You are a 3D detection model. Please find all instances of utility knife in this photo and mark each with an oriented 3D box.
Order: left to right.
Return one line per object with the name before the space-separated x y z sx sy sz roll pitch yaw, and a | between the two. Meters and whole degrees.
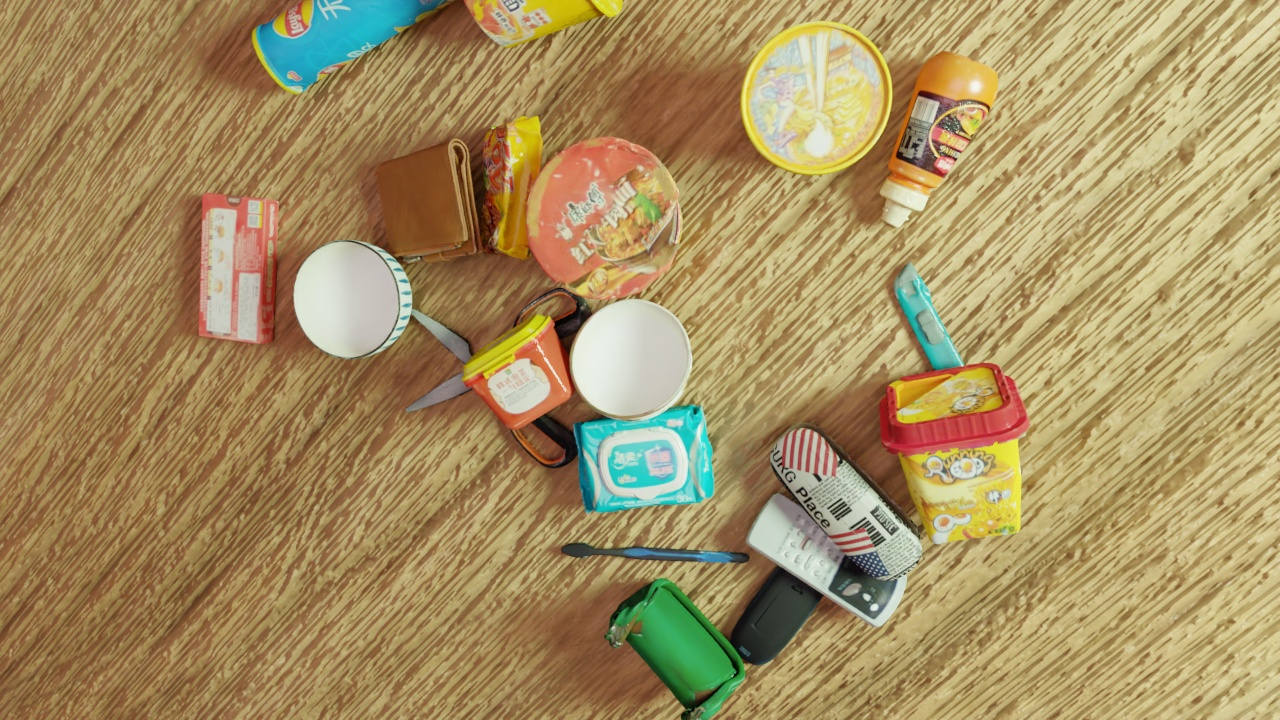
utility knife | 0.272 -0.010 0.827 0.029 0.013 0.166 -28 91 19

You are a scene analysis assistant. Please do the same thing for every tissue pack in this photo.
tissue pack | 0.003 0.095 0.883 0.134 0.050 0.093 -9 96 14

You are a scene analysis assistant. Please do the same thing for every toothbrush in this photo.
toothbrush | 0.014 0.192 0.914 0.190 0.016 0.014 0 88 10

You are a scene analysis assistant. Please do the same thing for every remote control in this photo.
remote control | 0.135 0.239 0.884 0.053 0.024 0.136 34 103 8
remote control | 0.174 0.187 0.859 0.150 0.021 0.058 32 76 8

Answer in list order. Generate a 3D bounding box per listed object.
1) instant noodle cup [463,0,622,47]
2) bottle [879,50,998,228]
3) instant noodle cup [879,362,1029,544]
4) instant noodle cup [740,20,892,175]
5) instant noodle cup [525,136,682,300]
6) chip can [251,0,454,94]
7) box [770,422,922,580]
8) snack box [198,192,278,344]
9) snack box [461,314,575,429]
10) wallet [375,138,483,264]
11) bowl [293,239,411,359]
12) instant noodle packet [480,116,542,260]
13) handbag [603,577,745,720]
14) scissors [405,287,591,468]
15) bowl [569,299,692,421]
instant noodle cup | -0.095 -0.351 0.813 0.110 0.137 0.138 -17 93 22
bottle | 0.248 -0.185 0.790 0.067 0.066 0.150 25 109 9
instant noodle cup | 0.274 0.082 0.789 0.116 0.115 0.124 -12 110 18
instant noodle cup | 0.149 -0.213 0.778 0.118 0.114 0.118 1 97 12
instant noodle cup | -0.025 -0.126 0.831 0.138 0.108 0.138 1 97 10
chip can | -0.265 -0.336 0.880 0.210 0.071 0.071 -24 91 14
box | 0.182 0.129 0.825 0.075 0.082 0.163 -42 85 4
snack box | -0.425 -0.097 0.970 0.075 0.025 0.153 7 98 13
snack box | -0.109 0.013 0.863 0.091 0.082 0.080 -30 101 15
wallet | -0.205 -0.148 0.883 0.132 0.031 0.108 -2 100 45
bowl | -0.279 -0.062 0.920 0.116 0.066 0.116 1 96 13
instant noodle packet | -0.124 -0.160 0.856 0.044 0.111 0.128 4 98 -24
handbag | 0.028 0.275 0.864 0.068 0.120 0.131 -45 79 12
scissors | -0.137 0.009 0.919 0.233 0.021 0.221 46 104 3
bowl | -0.005 0.005 0.860 0.113 0.062 0.113 -3 75 10
